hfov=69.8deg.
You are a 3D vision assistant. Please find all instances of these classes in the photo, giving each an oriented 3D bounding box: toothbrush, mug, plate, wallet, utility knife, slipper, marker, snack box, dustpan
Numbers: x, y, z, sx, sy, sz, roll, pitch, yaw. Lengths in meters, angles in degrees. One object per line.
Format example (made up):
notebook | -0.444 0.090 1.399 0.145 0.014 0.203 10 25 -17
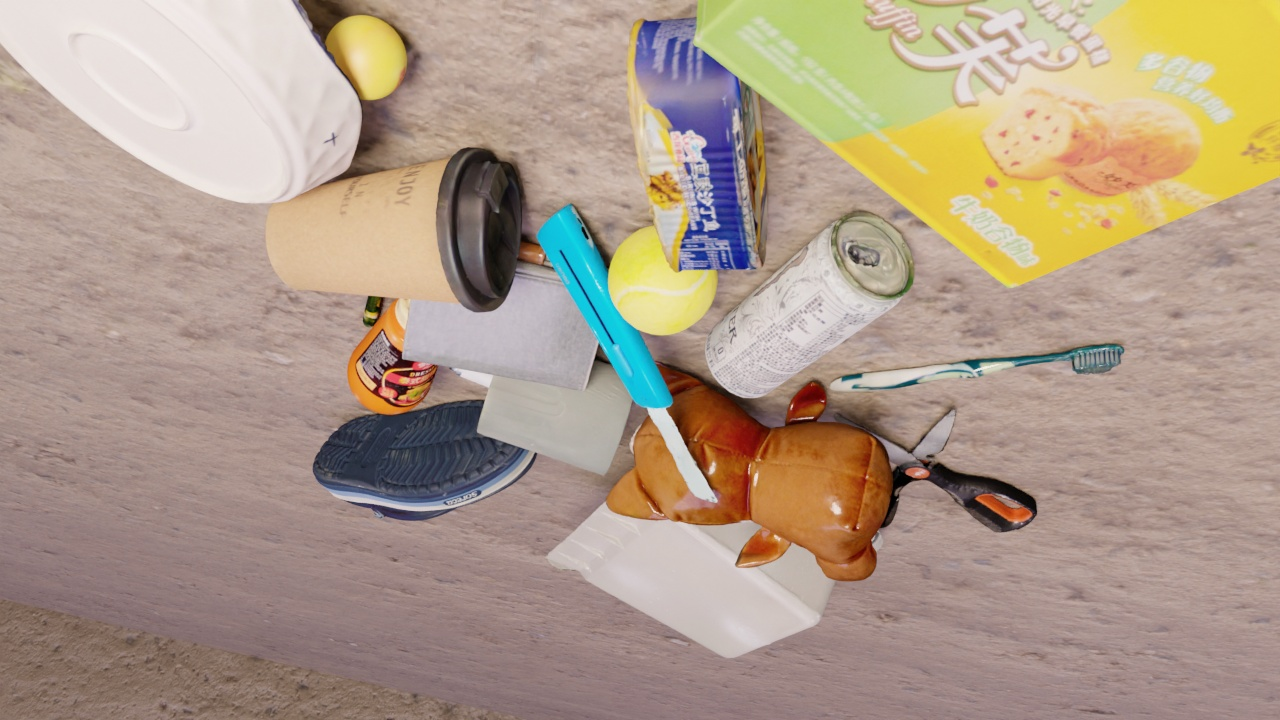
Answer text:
toothbrush | -0.176 -0.068 0.642 0.017 0.012 0.186 11 152 -18
mug | -0.068 0.042 0.716 0.103 0.083 0.124 18 151 -6
plate | -0.239 -0.151 0.453 0.205 0.045 0.205 22 156 10
wallet | -0.089 -0.035 0.620 0.129 0.037 0.107 11 125 -11
utility knife | -0.004 0.003 0.592 0.034 0.018 0.223 -15 112 38
slipper | -0.198 0.103 0.843 0.253 0.104 0.095 -5 138 33
marker | -0.097 0.027 0.764 0.130 0.018 0.023 24 130 -19
toothbrush | 0.217 0.009 0.615 0.192 0.018 0.016 -9 144 32
snack box | 0.150 -0.129 0.357 0.210 0.069 0.158 29 147 -26
dustpan | 0.082 0.166 0.845 0.257 0.142 0.223 35 144 -4

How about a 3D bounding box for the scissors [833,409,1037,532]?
scissors | 0.231 0.100 0.758 0.221 0.021 0.233 20 150 -12

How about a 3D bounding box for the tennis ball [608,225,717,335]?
tennis ball | 0.013 -0.048 0.548 0.065 0.065 0.066 10 150 5

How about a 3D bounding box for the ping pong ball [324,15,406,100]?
ping pong ball | -0.137 -0.151 0.458 0.040 0.040 0.040 10 150 5

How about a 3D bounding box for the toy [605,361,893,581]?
toy | 0.081 0.080 0.671 0.200 0.140 0.131 12 159 8

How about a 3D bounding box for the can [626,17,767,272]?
can | 0.032 -0.100 0.448 0.049 0.074 0.148 1 149 13

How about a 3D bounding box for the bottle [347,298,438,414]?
bottle | -0.174 -0.015 0.688 0.066 0.066 0.150 23 142 -18

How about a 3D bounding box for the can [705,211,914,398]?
can | 0.097 -0.029 0.557 0.058 0.058 0.147 22 149 -16

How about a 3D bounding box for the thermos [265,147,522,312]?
thermos | -0.138 -0.074 0.532 0.143 0.092 0.093 0 148 15
